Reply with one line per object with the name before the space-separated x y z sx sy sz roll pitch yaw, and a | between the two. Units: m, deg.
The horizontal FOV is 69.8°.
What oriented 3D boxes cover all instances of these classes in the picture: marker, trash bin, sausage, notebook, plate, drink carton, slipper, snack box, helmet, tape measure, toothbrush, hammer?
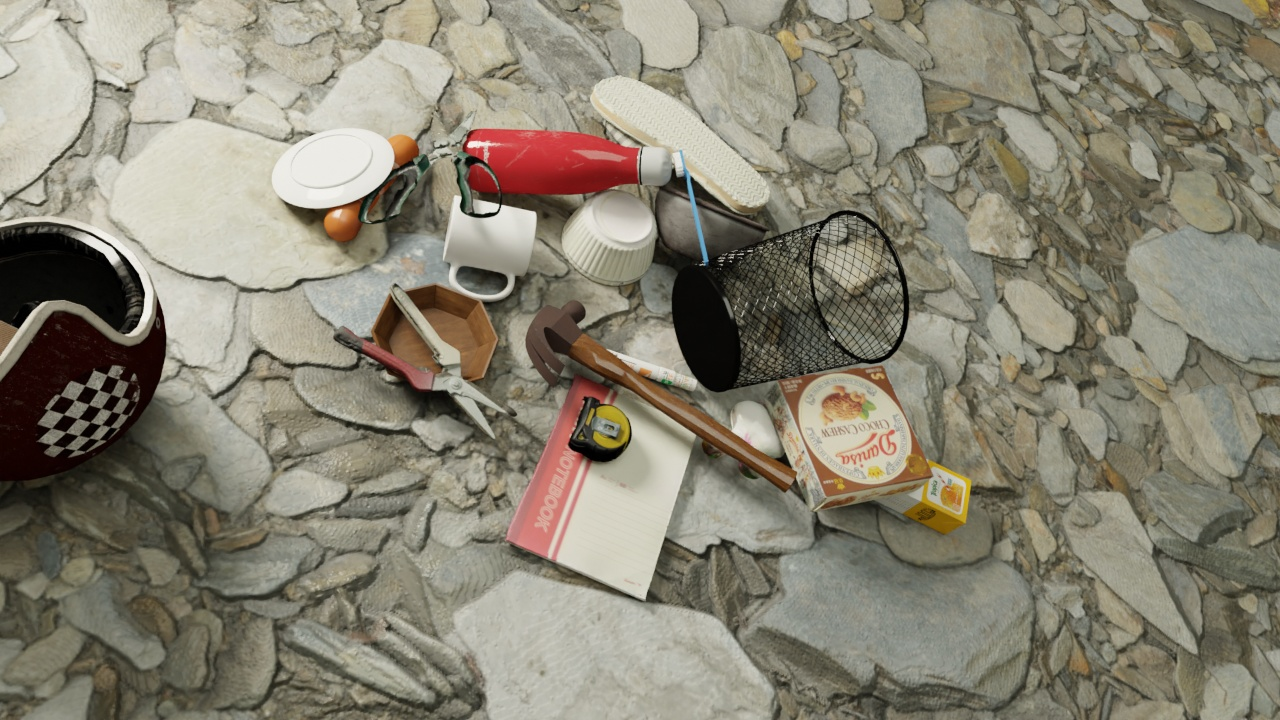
marker | -0.006 0.006 1.033 0.145 0.017 0.017 19 56 -9
trash bin | 0.161 -0.060 1.044 0.209 0.184 0.184 -16 68 -21
sausage | -0.302 -0.196 1.027 0.044 0.039 0.163 22 56 5
notebook | -0.034 0.126 0.956 0.153 0.012 0.208 24 55 -5
plate | -0.217 -0.021 0.966 0.131 0.025 0.131 9 59 -15
plate | -0.340 -0.218 1.012 0.134 0.011 0.134 -2 52 3
drink carton | 0.313 0.144 1.057 0.122 0.040 0.058 26 56 -5
slipper | 0.050 -0.275 1.195 0.272 0.054 0.114 37 51 9
snack box | 0.228 0.083 1.012 0.143 0.041 0.147 -7 62 -22
helmet | -0.513 -0.028 0.722 0.233 0.253 0.233 23 80 11
tape measure | -0.039 0.074 0.957 0.061 0.034 0.061 22 56 -8
toothbrush | 0.055 -0.171 1.015 0.014 0.016 0.166 -10 57 2
hammer | 0.022 0.043 0.973 0.323 0.033 0.115 32 36 3

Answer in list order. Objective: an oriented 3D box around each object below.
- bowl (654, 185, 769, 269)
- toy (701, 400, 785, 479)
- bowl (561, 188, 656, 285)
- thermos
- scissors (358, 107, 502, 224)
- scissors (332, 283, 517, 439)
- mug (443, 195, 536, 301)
bowl | 0.076 -0.155 1.106 0.145 0.145 0.067 22 101 -5
toy | 0.130 0.083 1.028 0.079 0.038 0.122 42 57 18
bowl | -0.031 -0.153 1.089 0.115 0.063 0.115 9 59 -15
thermos | -0.083 -0.228 1.060 0.240 0.073 0.073 3 58 7
scissors | -0.202 -0.209 1.004 0.180 0.015 0.205 16 59 21
scissors | -0.218 -0.001 0.927 0.186 0.015 0.179 0 61 -21
mug | -0.171 -0.120 1.021 0.090 0.074 0.110 10 84 -15
